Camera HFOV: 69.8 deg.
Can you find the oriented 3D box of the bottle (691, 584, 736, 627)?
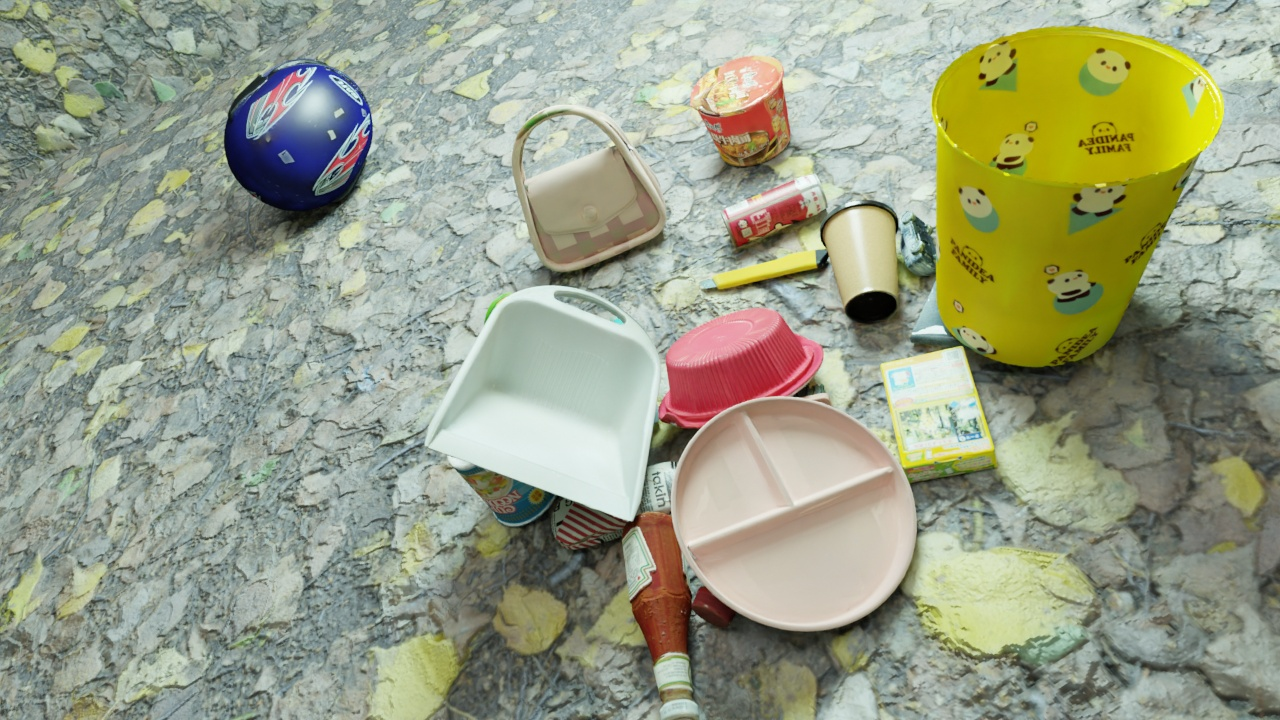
[{"bbox_3d":[0.104,0.173,0.892,0.057,0.057,0.174,10,55,34],"label":"bottle"}]

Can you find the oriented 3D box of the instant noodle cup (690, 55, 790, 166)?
[{"bbox_3d":[0.155,-0.359,1.334,0.138,0.109,0.137,-15,45,15],"label":"instant noodle cup"}]

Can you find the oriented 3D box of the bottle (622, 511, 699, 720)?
[{"bbox_3d":[0.023,0.242,0.870,0.060,0.060,0.205,-19,48,10],"label":"bottle"}]

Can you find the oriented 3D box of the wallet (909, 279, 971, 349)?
[{"bbox_3d":[0.362,-0.059,1.009,0.097,0.019,0.120,10,52,34],"label":"wallet"}]

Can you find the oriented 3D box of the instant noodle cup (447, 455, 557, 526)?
[{"bbox_3d":[-0.158,0.118,1.033,0.099,0.110,0.099,-20,45,21],"label":"instant noodle cup"}]

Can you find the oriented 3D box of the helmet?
[{"bbox_3d":[-0.610,-0.428,1.690,0.241,0.247,0.314,-2,55,50],"label":"helmet"}]

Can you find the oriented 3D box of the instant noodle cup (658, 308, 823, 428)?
[{"bbox_3d":[0.099,-0.001,1.003,0.194,0.066,0.193,-22,19,8],"label":"instant noodle cup"}]

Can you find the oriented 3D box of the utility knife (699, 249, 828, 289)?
[{"bbox_3d":[0.156,-0.113,1.169,0.172,0.015,0.033,-11,40,20],"label":"utility knife"}]

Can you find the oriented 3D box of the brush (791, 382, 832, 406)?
[{"bbox_3d":[0.133,0.072,0.968,0.146,0.063,0.072,-11,36,19],"label":"brush"}]

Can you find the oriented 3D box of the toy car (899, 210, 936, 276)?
[{"bbox_3d":[0.328,-0.138,1.086,0.034,0.043,0.090,-41,36,39],"label":"toy car"}]

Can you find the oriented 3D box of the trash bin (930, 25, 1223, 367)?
[{"bbox_3d":[0.388,-0.143,0.878,0.230,0.256,0.229,-6,48,7],"label":"trash bin"}]

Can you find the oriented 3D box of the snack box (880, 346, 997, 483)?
[{"bbox_3d":[0.298,0.053,0.925,0.087,0.034,0.140,-14,43,15],"label":"snack box"}]

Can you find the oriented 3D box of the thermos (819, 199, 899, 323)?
[{"bbox_3d":[0.261,-0.117,1.071,0.093,0.093,0.143,-11,54,18],"label":"thermos"}]

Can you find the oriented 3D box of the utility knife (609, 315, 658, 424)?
[{"bbox_3d":[-0.007,0.007,1.140,0.029,0.013,0.217,-23,40,3],"label":"utility knife"}]

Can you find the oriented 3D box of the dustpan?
[{"bbox_3d":[-0.082,0.020,0.986,0.257,0.222,0.143,-90,22,-73],"label":"dustpan"}]

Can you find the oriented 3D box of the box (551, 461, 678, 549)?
[{"bbox_3d":[-0.021,0.154,0.983,0.164,0.051,0.068,-22,57,6],"label":"box"}]

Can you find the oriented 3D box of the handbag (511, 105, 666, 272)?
[{"bbox_3d":[-0.084,-0.248,1.259,0.193,0.234,0.093,-20,42,9],"label":"handbag"}]

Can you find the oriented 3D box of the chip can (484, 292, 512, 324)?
[{"bbox_3d":[-0.117,-0.026,1.185,0.221,0.072,0.072,26,65,42],"label":"chip can"}]

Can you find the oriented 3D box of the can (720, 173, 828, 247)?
[{"bbox_3d":[0.176,-0.198,1.211,0.133,0.053,0.053,-22,43,7],"label":"can"}]

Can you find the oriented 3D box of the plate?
[{"bbox_3d":[0.142,0.141,0.861,0.229,0.028,0.229,2,60,-3],"label":"plate"}]
